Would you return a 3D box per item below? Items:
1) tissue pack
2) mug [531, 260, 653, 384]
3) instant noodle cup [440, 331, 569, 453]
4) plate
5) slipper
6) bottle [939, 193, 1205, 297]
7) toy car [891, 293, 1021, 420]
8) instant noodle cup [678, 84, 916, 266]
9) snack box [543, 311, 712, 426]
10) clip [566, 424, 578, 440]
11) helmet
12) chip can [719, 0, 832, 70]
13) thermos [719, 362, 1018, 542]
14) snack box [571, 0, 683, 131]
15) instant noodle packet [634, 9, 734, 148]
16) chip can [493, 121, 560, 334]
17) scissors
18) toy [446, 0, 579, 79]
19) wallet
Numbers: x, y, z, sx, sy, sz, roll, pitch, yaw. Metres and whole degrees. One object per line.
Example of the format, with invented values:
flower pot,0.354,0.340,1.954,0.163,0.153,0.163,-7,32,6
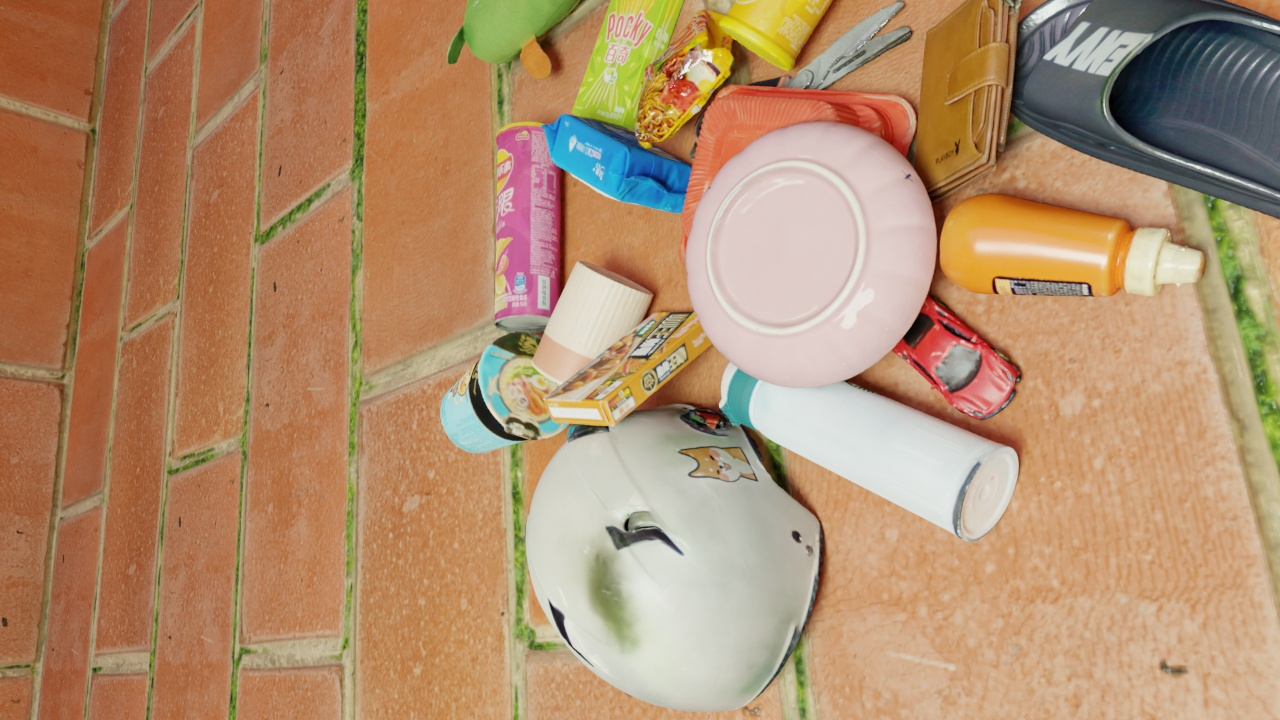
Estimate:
tissue pack,-0.022,-0.184,0.859,0.157,0.094,0.052,39,115,42
mug,-0.047,-0.034,0.871,0.106,0.081,0.114,-65,16,10
instant noodle cup,-0.143,0.043,0.928,0.121,0.111,0.111,-28,62,46
plate,0.108,-0.077,0.647,0.193,0.039,0.192,-2,86,35
slipper,0.318,-0.163,0.528,0.268,0.083,0.111,43,109,41
bottle,0.268,-0.068,0.575,0.150,0.066,0.067,14,91,38
toy car,0.212,-0.004,0.635,0.049,0.031,0.106,-56,51,22
instant noodle cup,0.108,-0.139,0.724,0.189,0.079,0.164,15,95,35
snack box,-0.005,0.005,0.774,0.075,0.153,0.026,0,120,45
clip,-0.064,0.090,0.900,0.033,0.013,0.054,-6,79,43
helmet,-0.004,0.147,0.726,0.274,0.156,0.230,46,113,40
chip can,0.149,-0.343,0.730,0.072,0.072,0.214,46,110,40
thermos,0.152,0.048,0.659,0.224,0.073,0.073,27,100,45
snack box,-0.011,-0.314,0.923,0.086,0.026,0.156,28,101,43
instant noodle packet,0.038,-0.258,0.823,0.111,0.044,0.128,-40,25,30
chip can,-0.118,-0.137,0.958,0.072,0.071,0.210,-12,74,43
scissors,0.129,-0.214,0.773,0.202,0.015,0.206,26,98,45
toy,-0.121,-0.413,1.010,0.247,0.089,0.226,-26,63,42
wallet,0.224,-0.183,0.626,0.119,0.035,0.130,138,139,-82
